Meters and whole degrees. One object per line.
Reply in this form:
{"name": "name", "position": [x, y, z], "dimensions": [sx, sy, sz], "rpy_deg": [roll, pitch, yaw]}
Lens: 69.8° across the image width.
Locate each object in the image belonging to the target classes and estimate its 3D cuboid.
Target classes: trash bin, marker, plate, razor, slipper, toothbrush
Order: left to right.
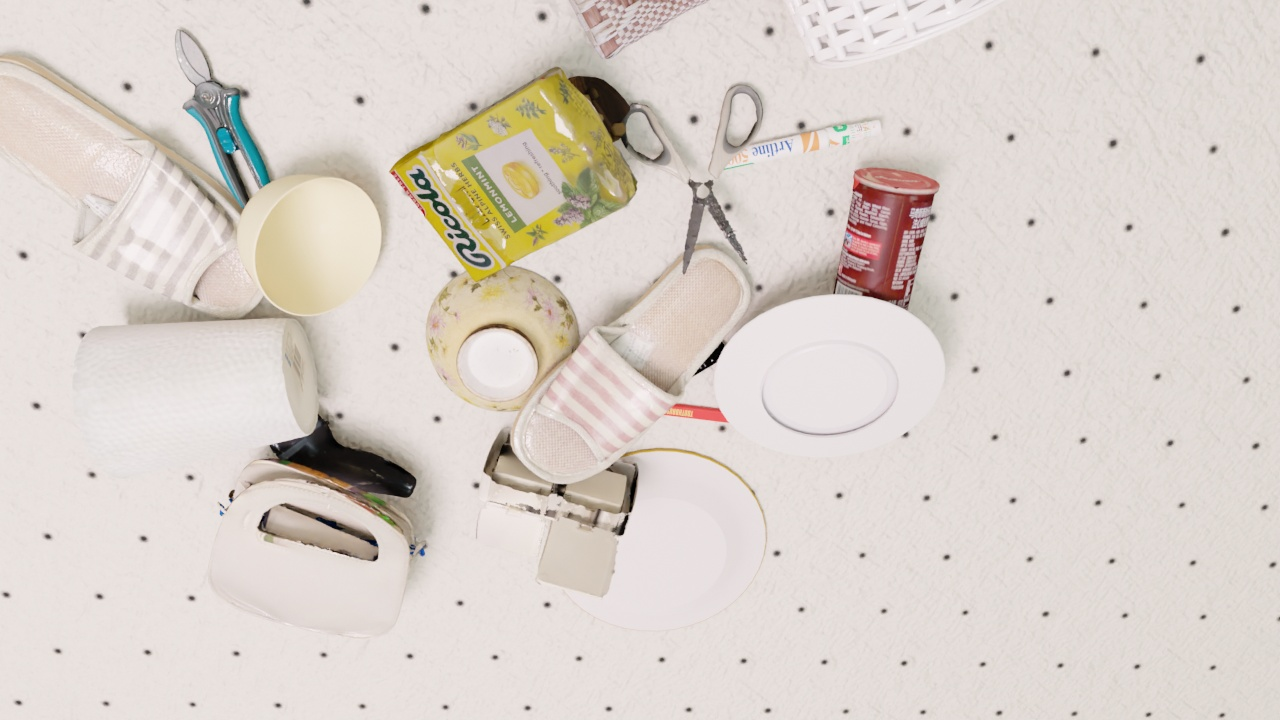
{"name": "slipper", "position": [-0.430, -0.137, 0.762], "dimensions": [0.114, 0.054, 0.272], "rpy_deg": [-43, 109, 10]}
{"name": "trash bin", "position": [-0.377, 0.025, 0.800], "dimensions": [0.161, 0.133, 0.133], "rpy_deg": [-8, 115, -5]}
{"name": "razor", "position": [-0.281, 0.093, 0.878], "dimensions": [0.140, 0.053, 0.063], "rpy_deg": [21, 87, -17]}
{"name": "slipper", "position": [-0.005, 0.005, 0.811], "dimensions": [0.263, 0.052, 0.115], "rpy_deg": [-45, 110, -4]}
{"name": "plate", "position": [0.018, 0.196, 0.954], "dimensions": [0.230, 0.021, 0.230], "rpy_deg": [-1, 115, -3]}
{"name": "toothbrush", "position": [0.116, 0.061, 0.899], "dimensions": [0.212, 0.017, 0.012], "rpy_deg": [7, 114, -6]}
{"name": "marker", "position": [0.133, -0.185, 0.787], "dimensions": [0.145, 0.017, 0.017], "rpy_deg": [-12, 115, 2]}
{"name": "plate", "position": [0.171, 0.025, 0.839], "dimensions": [0.208, 0.015, 0.209], "rpy_deg": [2, 134, 2]}

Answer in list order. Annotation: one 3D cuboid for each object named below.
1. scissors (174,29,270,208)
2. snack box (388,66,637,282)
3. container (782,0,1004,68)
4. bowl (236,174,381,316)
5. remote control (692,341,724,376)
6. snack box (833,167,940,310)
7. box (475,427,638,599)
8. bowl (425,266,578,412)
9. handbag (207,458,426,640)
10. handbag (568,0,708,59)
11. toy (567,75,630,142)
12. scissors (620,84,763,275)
{"name": "scissors", "position": [-0.338, -0.195, 0.756], "dimensions": [0.139, 0.019, 0.136], "rpy_deg": [21, 110, -11]}
{"name": "snack box", "position": [-0.102, -0.145, 0.740], "dimensions": [0.181, 0.045, 0.121], "rpy_deg": [-19, 118, 34]}
{"name": "container", "position": [0.166, -0.331, 0.627], "dimensions": [0.189, 0.189, 0.187], "rpy_deg": [-27, 114, 9]}
{"name": "bowl", "position": [-0.287, -0.105, 0.764], "dimensions": [0.074, 0.117, 0.118], "rpy_deg": [27, 118, 31]}
{"name": "remote control", "position": [0.018, 0.018, 0.878], "dimensions": [0.140, 0.009, 0.030], "rpy_deg": [-31, 113, 11]}
{"name": "snack box", "position": [0.211, -0.101, 0.801], "dimensions": [0.072, 0.072, 0.121], "rpy_deg": [3, 115, -5]}
{"name": "box", "position": [-0.087, 0.160, 0.840], "dimensions": [0.143, 0.183, 0.099], "rpy_deg": [16, 114, -1]}
{"name": "bowl", "position": [-0.127, -0.008, 0.829], "dimensions": [0.145, 0.063, 0.145], "rpy_deg": [-1, 113, -2]}
{"name": "handbag", "position": [-0.305, 0.166, 0.874], "dimensions": [0.200, 0.092, 0.200], "rpy_deg": [19, 129, -12]}
{"name": "handbag", "position": [-0.020, -0.338, 0.692], "dimensions": [0.124, 0.047, 0.186], "rpy_deg": [-27, 113, 10]}
{"name": "toy", "position": [-0.039, -0.181, 0.751], "dimensions": [0.076, 0.062, 0.100], "rpy_deg": [-25, 96, -10]}
{"name": "scissors", "position": [0.050, -0.162, 0.776], "dimensions": [0.171, 0.012, 0.157], "rpy_deg": [38, 97, -4]}
